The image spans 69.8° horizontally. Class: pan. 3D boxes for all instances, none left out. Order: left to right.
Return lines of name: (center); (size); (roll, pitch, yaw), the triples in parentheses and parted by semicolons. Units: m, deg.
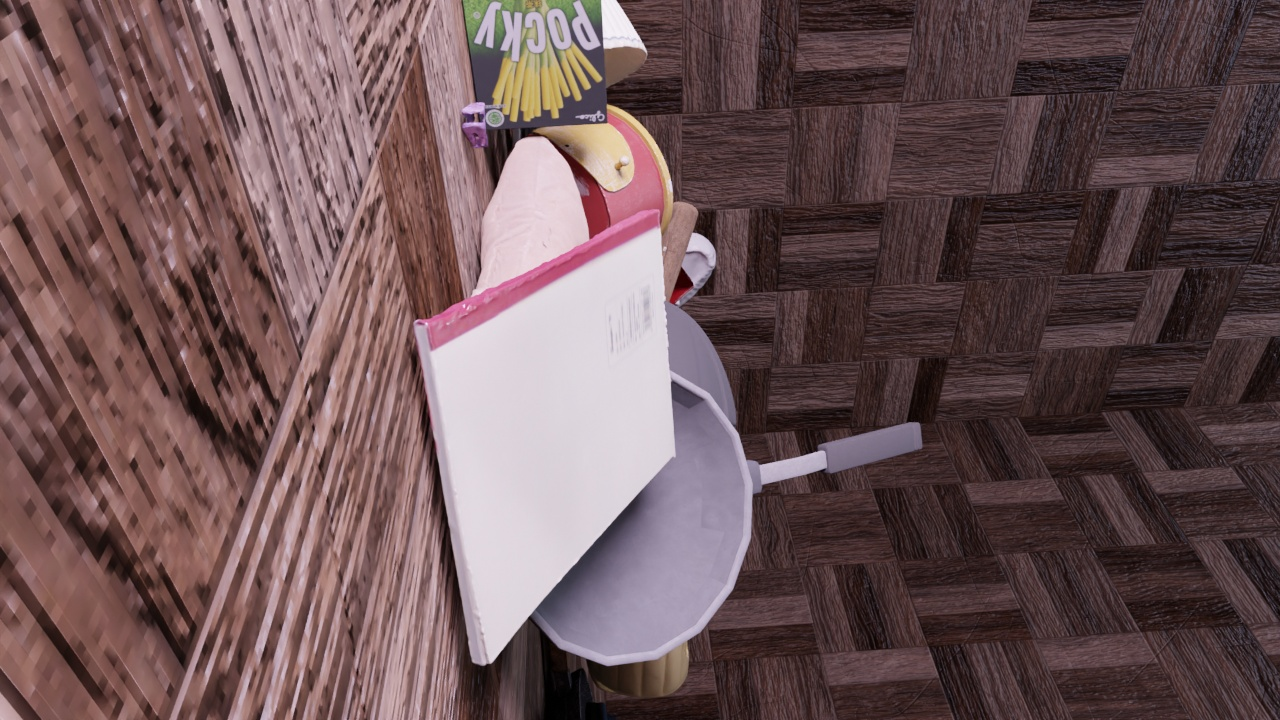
pan: (-0.064, 0.307, 0.806); (0.207, 0.040, 0.357); (-108, -172, -81)
pan: (0.062, 0.081, 0.612); (0.041, 0.356, 0.178); (-2, -84, 57)

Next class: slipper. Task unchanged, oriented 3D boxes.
slipper: (-0.008, 0.283, 0.873); (0.262, 0.111, 0.079); (96, -2, -52)
slipper: (-0.010, -0.065, 1.125); (0.112, 0.247, 0.074); (35, 22, -45)
slipper: (0.009, 0.384, 0.748); (0.108, 0.083, 0.266); (-96, 176, -67)

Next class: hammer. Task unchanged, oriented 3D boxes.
hammer: (-0.005, 0.005, 0.879); (0.129, 0.040, 0.322); (-12, 123, -64)

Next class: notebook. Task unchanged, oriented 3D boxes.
notebook: (-0.030, 0.021, 0.442); (0.208, 0.012, 0.153); (-39, 129, -58)

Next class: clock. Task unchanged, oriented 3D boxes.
clock: (-0.051, -0.110, 0.694); (0.117, 0.081, 0.159); (41, -40, 18)

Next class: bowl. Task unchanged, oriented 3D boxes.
bowl: (-0.059, -0.232, 0.664); (0.115, 0.115, 0.062); (-129, -160, -87)

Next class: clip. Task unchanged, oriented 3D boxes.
clip: (-0.092, -0.129, 0.518); (0.052, 0.014, 0.042); (-101, -170, -55)

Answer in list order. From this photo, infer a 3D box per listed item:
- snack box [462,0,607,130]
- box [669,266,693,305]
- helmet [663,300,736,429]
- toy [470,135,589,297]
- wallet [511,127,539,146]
snack box: (-0.063, -0.212, 0.542); (0.025, 0.080, 0.148); (-95, -177, -51)
box: (-0.042, -0.110, 0.997); (0.157, 0.112, 0.134); (52, -5, -14)
helmet: (-0.010, 0.048, 0.700); (0.170, 0.164, 0.264); (80, 12, -58)
toy: (-0.061, -0.023, 0.537); (0.263, 0.065, 0.196); (-93, 176, -46)
wallet: (-0.091, -0.164, 0.804); (0.115, 0.037, 0.118); (-105, -165, -81)
